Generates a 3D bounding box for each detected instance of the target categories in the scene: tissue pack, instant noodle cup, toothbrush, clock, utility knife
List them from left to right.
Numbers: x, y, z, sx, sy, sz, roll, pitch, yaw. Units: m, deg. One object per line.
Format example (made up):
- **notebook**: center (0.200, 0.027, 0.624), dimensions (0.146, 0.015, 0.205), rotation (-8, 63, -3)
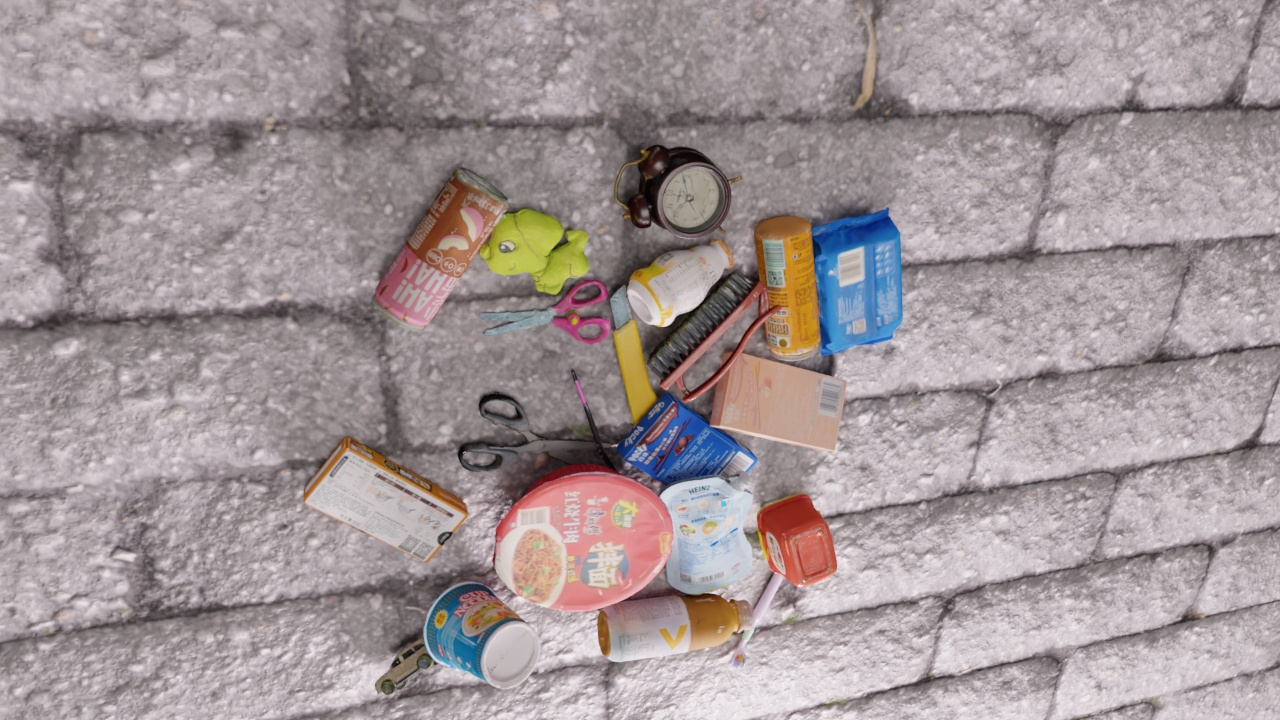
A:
- **instant noodle cup**: center (-0.165, 0.300, 0.987), dimensions (0.099, 0.110, 0.099), rotation (-4, 97, -39)
- **instant noodle cup**: center (-0.064, 0.181, 0.997), dimensions (0.193, 0.065, 0.194), rotation (-5, 122, -9)
- **toothbrush**: center (-0.048, 0.086, 0.989), dimensions (0.018, 0.014, 0.189), rotation (-20, 123, -2)
- **utility knife**: center (-0.006, 0.006, 0.969), dimensions (0.033, 0.015, 0.193), rotation (-20, 123, -13)
- **clock**: center (0.032, -0.161, 0.879), dimensions (0.121, 0.055, 0.082), rotation (8, 112, -21)
- **toothbrush**: center (0.159, 0.314, 1.175), dimensions (0.029, 0.021, 0.189), rotation (11, 109, -35)
- **tissue pack**: center (0.230, -0.082, 0.988), dimensions (0.095, 0.052, 0.157), rotation (-16, 119, -9)

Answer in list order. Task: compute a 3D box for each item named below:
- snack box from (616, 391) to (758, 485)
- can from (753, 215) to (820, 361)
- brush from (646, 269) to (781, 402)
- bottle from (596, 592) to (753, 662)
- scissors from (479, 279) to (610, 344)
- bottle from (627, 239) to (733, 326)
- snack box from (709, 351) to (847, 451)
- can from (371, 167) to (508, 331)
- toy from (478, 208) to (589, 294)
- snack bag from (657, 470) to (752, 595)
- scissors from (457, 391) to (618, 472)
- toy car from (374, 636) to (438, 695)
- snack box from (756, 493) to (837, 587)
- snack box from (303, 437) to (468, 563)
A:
- **snack box**: center (0.055, 0.105, 1.024), dimensions (0.157, 0.026, 0.084), rotation (36, 99, -37)
- **can**: center (0.155, -0.075, 0.962), dimensions (0.058, 0.058, 0.146), rotation (-17, 119, -11)
- **brush**: center (0.077, -0.025, 0.946), dimensions (0.069, 0.063, 0.146), rotation (43, 100, -5)
- **bottle**: center (0.044, 0.319, 1.110), dimensions (0.189, 0.068, 0.068), rotation (-2, 115, -18)
- **scissors**: center (-0.094, -0.052, 0.914), dimensions (0.137, 0.017, 0.077), rotation (2, 115, -16)
- **bottle**: center (0.042, -0.081, 0.918), dimensions (0.108, 0.063, 0.063), rotation (-33, 122, -18)
- **snack box**: center (0.156, 0.047, 1.022), dimensions (0.157, 0.026, 0.084), rotation (14, 84, -24)
- **can**: center (-0.182, -0.100, 0.834), dimensions (0.058, 0.058, 0.147), rotation (31, 102, -29)
- **toy**: center (-0.099, -0.107, 0.875), dimensions (0.096, 0.031, 0.100), rotation (-34, 125, -1)
- **snack bag**: center (0.077, 0.197, 1.057), dimensions (0.110, 0.038, 0.191), rotation (-8, 131, 0)
- **scissors**: center (-0.113, 0.089, 0.979), dimensions (0.170, 0.014, 0.159), rotation (-27, 124, -7)
- **toy car**: center (-0.260, 0.343, 1.033), dimensions (0.090, 0.042, 0.035), rotation (-37, 76, 0)
- **snack box**: center (0.191, 0.217, 1.097), dimensions (0.082, 0.080, 0.091), rotation (-20, 107, -10)
- **snack box**: center (-0.260, 0.146, 0.945), dimensions (0.153, 0.026, 0.075), rotation (36, 100, -29)
